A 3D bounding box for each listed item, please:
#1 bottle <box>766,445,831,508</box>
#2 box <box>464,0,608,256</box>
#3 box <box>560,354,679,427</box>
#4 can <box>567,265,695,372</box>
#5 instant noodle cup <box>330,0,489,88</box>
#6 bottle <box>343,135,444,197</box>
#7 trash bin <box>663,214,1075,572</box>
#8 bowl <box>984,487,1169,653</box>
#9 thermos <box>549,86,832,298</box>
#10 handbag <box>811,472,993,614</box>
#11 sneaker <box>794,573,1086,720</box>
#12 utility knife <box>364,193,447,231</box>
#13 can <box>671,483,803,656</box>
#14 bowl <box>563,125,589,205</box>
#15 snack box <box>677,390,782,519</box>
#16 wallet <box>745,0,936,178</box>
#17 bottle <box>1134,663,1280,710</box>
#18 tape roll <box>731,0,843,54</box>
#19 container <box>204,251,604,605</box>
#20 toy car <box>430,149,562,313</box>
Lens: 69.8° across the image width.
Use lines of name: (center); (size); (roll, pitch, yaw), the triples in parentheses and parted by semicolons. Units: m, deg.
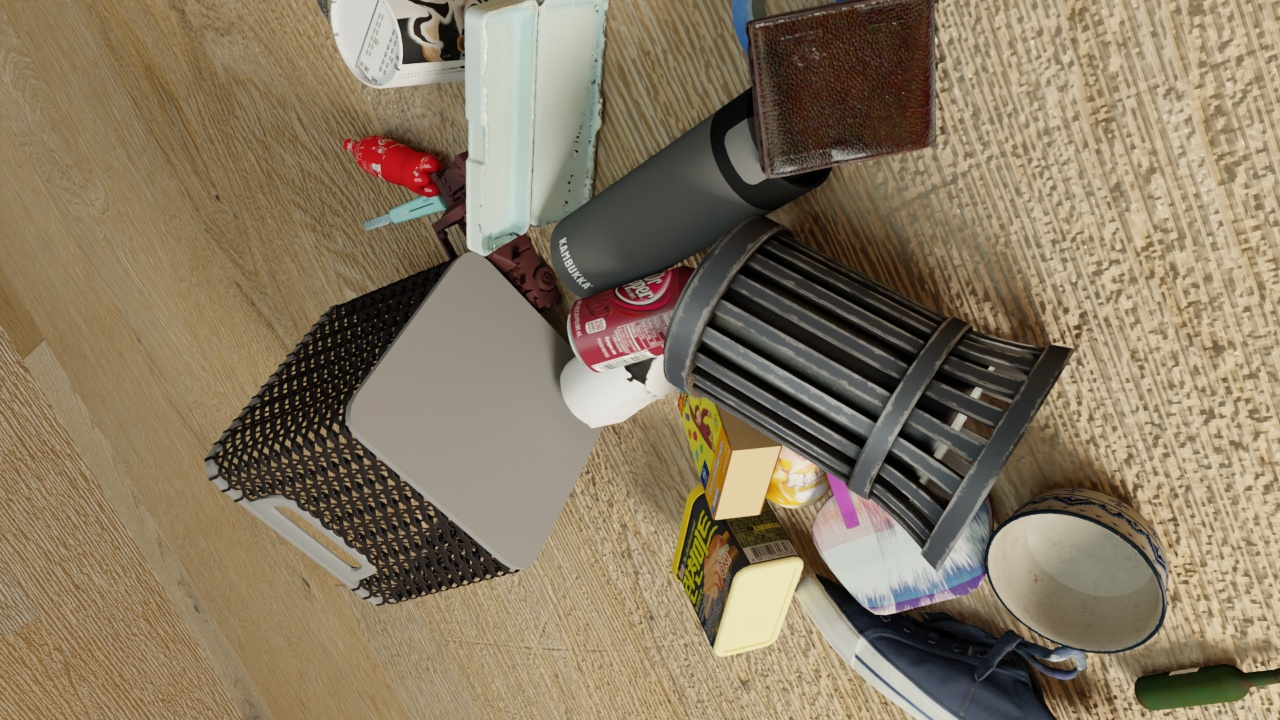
bottle: (0.123, 0.066, 0.764); (0.063, 0.062, 0.109); (2, 116, 41)
box: (-0.088, -0.191, 0.736); (0.043, 0.135, 0.197); (33, 133, 29)
box: (-0.002, 0.007, 0.828); (0.161, 0.081, 0.091); (-39, 64, 46)
can: (0.002, -0.033, 0.742); (0.114, 0.063, 0.063); (-16, 105, 22)
instant noodle cup: (-0.183, -0.285, 0.770); (0.124, 0.121, 0.124); (22, 129, 31)
bottle: (-0.257, -0.205, 0.946); (0.142, 0.041, 0.042); (25, 130, 29)
trash bin: (0.143, 0.010, 0.627); (0.227, 0.163, 0.165); (32, 133, 21)
bowl: (0.310, 0.139, 0.643); (0.116, 0.059, 0.116); (22, 129, 31)
thermos: (0.030, -0.122, 0.711); (0.241, 0.082, 0.082); (-24, 98, 47)
handbag: (0.195, 0.101, 0.718); (0.145, 0.068, 0.170); (-22, 90, 22)
sneaker: (0.263, 0.244, 0.746); (0.295, 0.127, 0.120); (33, 177, 33)
utility knife: (-0.259, -0.160, 1.001); (0.169, 0.015, 0.022); (-5, 113, 47)
can: (0.086, 0.187, 0.833); (0.101, 0.072, 0.131); (-118, 29, -46)
bowl: (-0.109, -0.188, 0.817); (0.124, 0.052, 0.124); (22, 129, 31)
snack box: (0.070, 0.052, 0.757); (0.088, 0.040, 0.125); (98, 163, -45)
wallet: (0.130, -0.174, 0.579); (0.031, 0.120, 0.099); (-110, 10, -66)
bottle: (0.401, 0.227, 0.642); (0.025, 0.025, 0.106); (54, 138, 0)
tape roll: (0.106, -0.239, 0.618); (0.093, 0.016, 0.091); (23, 129, 30)
container: (-0.212, 0.069, 0.898); (0.244, 0.244, 0.247); (-18, 124, 42)
toy car: (-0.147, -0.116, 0.890); (0.070, 0.061, 0.170); (-19, 102, 47)
